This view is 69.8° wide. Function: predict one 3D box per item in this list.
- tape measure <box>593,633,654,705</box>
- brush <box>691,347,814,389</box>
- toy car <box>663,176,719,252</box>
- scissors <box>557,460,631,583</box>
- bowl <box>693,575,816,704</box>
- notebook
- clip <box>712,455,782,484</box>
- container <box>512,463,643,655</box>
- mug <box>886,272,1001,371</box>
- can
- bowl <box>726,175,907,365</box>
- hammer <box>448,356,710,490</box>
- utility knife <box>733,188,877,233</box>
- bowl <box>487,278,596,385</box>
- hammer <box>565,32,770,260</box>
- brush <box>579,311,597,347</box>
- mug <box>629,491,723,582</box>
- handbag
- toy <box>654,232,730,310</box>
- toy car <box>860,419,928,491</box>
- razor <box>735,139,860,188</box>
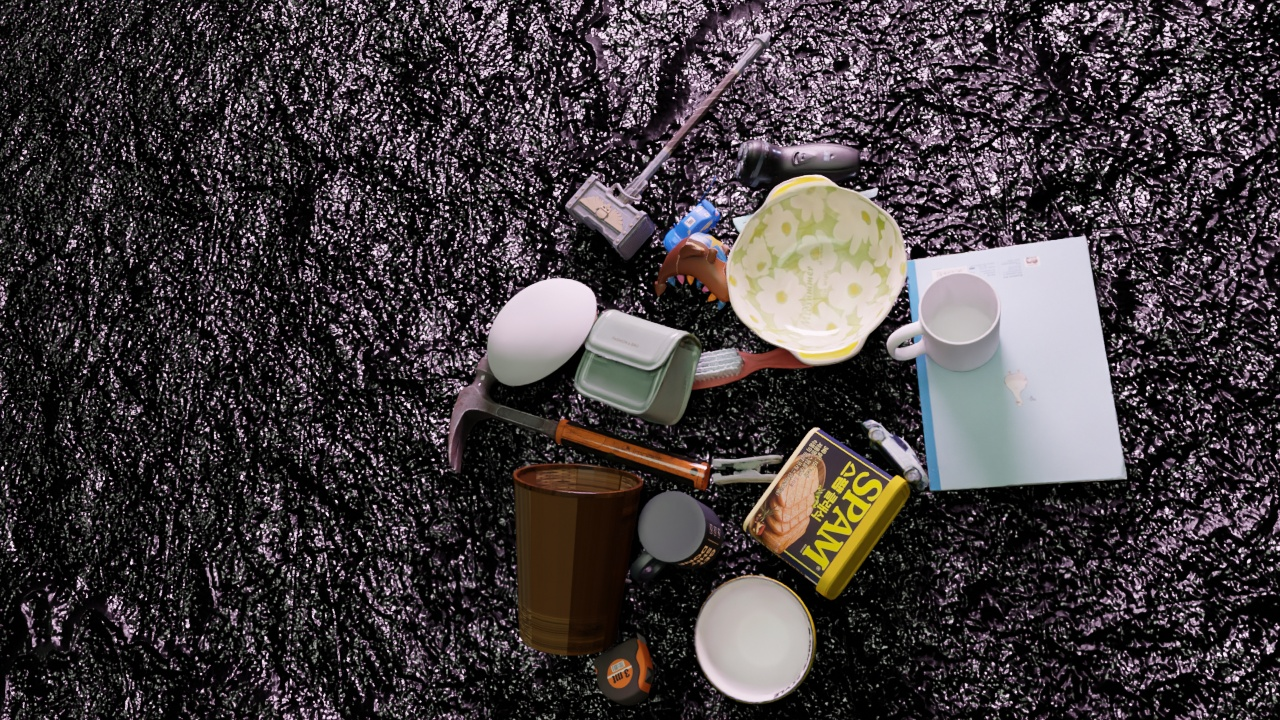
[{"bbox_3d":[-0.013,0.325,0.948,0.058,0.038,0.058,-31,52,7],"label":"tape measure"},{"bbox_3d":[0.113,0.001,1.010,0.172,0.030,0.041,-10,71,15],"label":"brush"},{"bbox_3d":[0.060,-0.167,1.064,0.092,0.062,0.033,-43,65,2],"label":"toy car"},{"bbox_3d":[-0.071,0.189,1.023,0.158,0.014,0.141,11,78,19],"label":"scissors"},{"bbox_3d":[0.116,0.274,0.901,0.117,0.067,0.117,-6,71,17],"label":"bowl"},{"bbox_3d":[0.373,0.002,0.931,0.181,0.009,0.253,-6,72,18],"label":"notebook"},{"bbox_3d":[0.114,0.117,0.977,0.076,0.023,0.042,-6,73,19],"label":"clip"},{"bbox_3d":[-0.070,0.202,0.942,0.132,0.132,0.167,6,96,21],"label":"container"},{"bbox_3d":[0.299,-0.030,0.910,0.111,0.090,0.073,-21,67,13],"label":"mug"},{"bbox_3d":[0.184,0.150,0.915,0.104,0.075,0.135,35,87,27],"label":"can"},{"bbox_3d":[0.192,-0.091,0.996,0.189,0.060,0.219,-12,69,16],"label":"bowl"},{"bbox_3d":[-0.075,0.097,1.034,0.315,0.035,0.137,15,67,20],"label":"hammer"},{"bbox_3d":[0.189,-0.172,1.050,0.166,0.015,0.022,-12,68,12],"label":"utility knife"},{"bbox_3d":[-0.124,-0.043,1.053,0.150,0.043,0.149,-23,42,22],"label":"bowl"},{"bbox_3d":[0.051,-0.274,1.110,0.098,0.044,0.322,40,89,25],"label":"hammer"},{"bbox_3d":[-0.055,-0.033,1.089,0.136,0.015,0.049,22,80,18],"label":"brush"},{"bbox_3d":[0.031,0.189,0.952,0.105,0.077,0.071,-46,65,0],"label":"mug"},{"bbox_3d":[-0.006,0.006,1.007,0.122,0.067,0.106,18,88,40],"label":"handbag"},{"bbox_3d":[0.066,-0.093,1.054,0.090,0.070,0.103,49,118,10],"label":"toy"},{"bbox_3d":[0.258,0.093,0.926,0.027,0.039,0.089,-39,66,1],"label":"toy car"},{"bbox_3d":[0.177,-0.226,1.041,0.141,0.063,0.053,2,75,21],"label":"razor"}]
